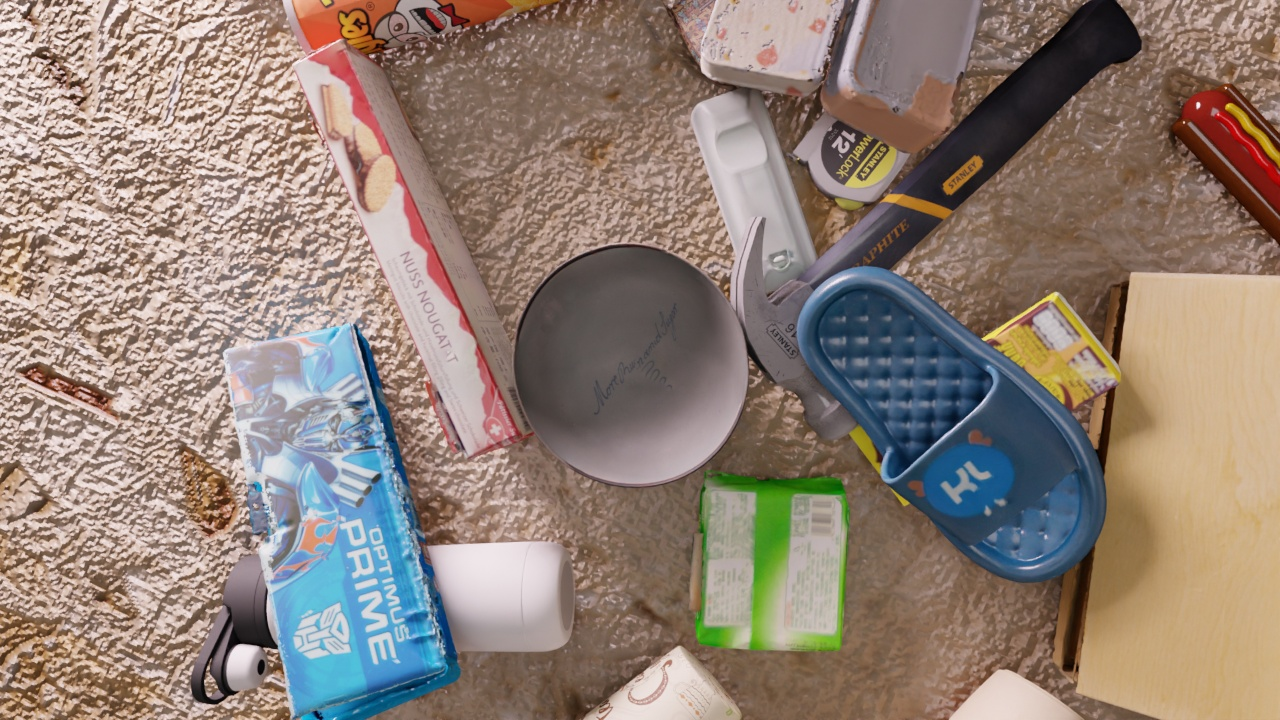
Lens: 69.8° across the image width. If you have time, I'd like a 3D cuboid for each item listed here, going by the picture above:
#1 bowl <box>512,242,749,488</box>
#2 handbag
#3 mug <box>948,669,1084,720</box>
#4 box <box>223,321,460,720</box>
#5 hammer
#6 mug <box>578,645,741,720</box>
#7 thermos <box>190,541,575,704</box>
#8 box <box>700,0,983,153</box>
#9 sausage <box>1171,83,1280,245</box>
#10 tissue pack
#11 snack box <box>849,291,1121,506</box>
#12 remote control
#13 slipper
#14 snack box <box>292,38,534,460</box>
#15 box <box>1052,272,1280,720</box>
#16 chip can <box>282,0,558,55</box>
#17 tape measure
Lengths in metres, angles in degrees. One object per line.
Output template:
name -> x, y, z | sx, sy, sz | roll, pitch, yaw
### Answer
bowl -> -0.003, 0.003, 0.588 | 0.151, 0.056, 0.150 | 0, 90, 8
handbag -> 0.038, -0.274, 0.604 | 0.093, 0.043, 0.195 | -35, 78, 8
mug -> 0.229, 0.256, 0.560 | 0.111, 0.085, 0.104 | 40, 82, -23
box -> -0.189, 0.090, 0.559 | 0.091, 0.066, 0.243 | -23, 65, -1
hammer -> 0.188, -0.102, 0.573 | 0.312, 0.035, 0.139 | -42, 103, 0
mug -> 0.023, 0.251, 0.587 | 0.097, 0.081, 0.122 | -43, 107, -3
thermos -> -0.161, 0.169, 0.590 | 0.230, 0.069, 0.101 | -3, 53, 7
box -> 0.133, -0.240, 0.547 | 0.157, 0.063, 0.216 | 17, 74, 7
sausage -> 0.390, -0.104, 0.559 | 0.040, 0.040, 0.155 | -42, 86, 4
tissue pack -> 0.082, 0.131, 0.592 | 0.099, 0.034, 0.114 | 3, 90, 3
snack box -> 0.203, 0.026, 0.553 | 0.149, 0.025, 0.061 | -39, 86, 31
remote control -> 0.074, -0.111, 0.598 | 0.050, 0.022, 0.133 | -19, 88, 6
slipper -> 0.175, 0.036, 0.519 | 0.104, 0.059, 0.213 | -42, 87, 28
snack box -> -0.142, -0.069, 0.594 | 0.044, 0.076, 0.273 | -24, 88, 8
box -> 0.330, 0.079, 0.530 | 0.141, 0.148, 0.248 | 7, 89, 17
chip can -> -0.120, -0.250, 0.598 | 0.210, 0.062, 0.062 | -14, 88, 5
tape measure -> 0.137, -0.135, 0.595 | 0.065, 0.016, 0.064 | 39, 93, 4
